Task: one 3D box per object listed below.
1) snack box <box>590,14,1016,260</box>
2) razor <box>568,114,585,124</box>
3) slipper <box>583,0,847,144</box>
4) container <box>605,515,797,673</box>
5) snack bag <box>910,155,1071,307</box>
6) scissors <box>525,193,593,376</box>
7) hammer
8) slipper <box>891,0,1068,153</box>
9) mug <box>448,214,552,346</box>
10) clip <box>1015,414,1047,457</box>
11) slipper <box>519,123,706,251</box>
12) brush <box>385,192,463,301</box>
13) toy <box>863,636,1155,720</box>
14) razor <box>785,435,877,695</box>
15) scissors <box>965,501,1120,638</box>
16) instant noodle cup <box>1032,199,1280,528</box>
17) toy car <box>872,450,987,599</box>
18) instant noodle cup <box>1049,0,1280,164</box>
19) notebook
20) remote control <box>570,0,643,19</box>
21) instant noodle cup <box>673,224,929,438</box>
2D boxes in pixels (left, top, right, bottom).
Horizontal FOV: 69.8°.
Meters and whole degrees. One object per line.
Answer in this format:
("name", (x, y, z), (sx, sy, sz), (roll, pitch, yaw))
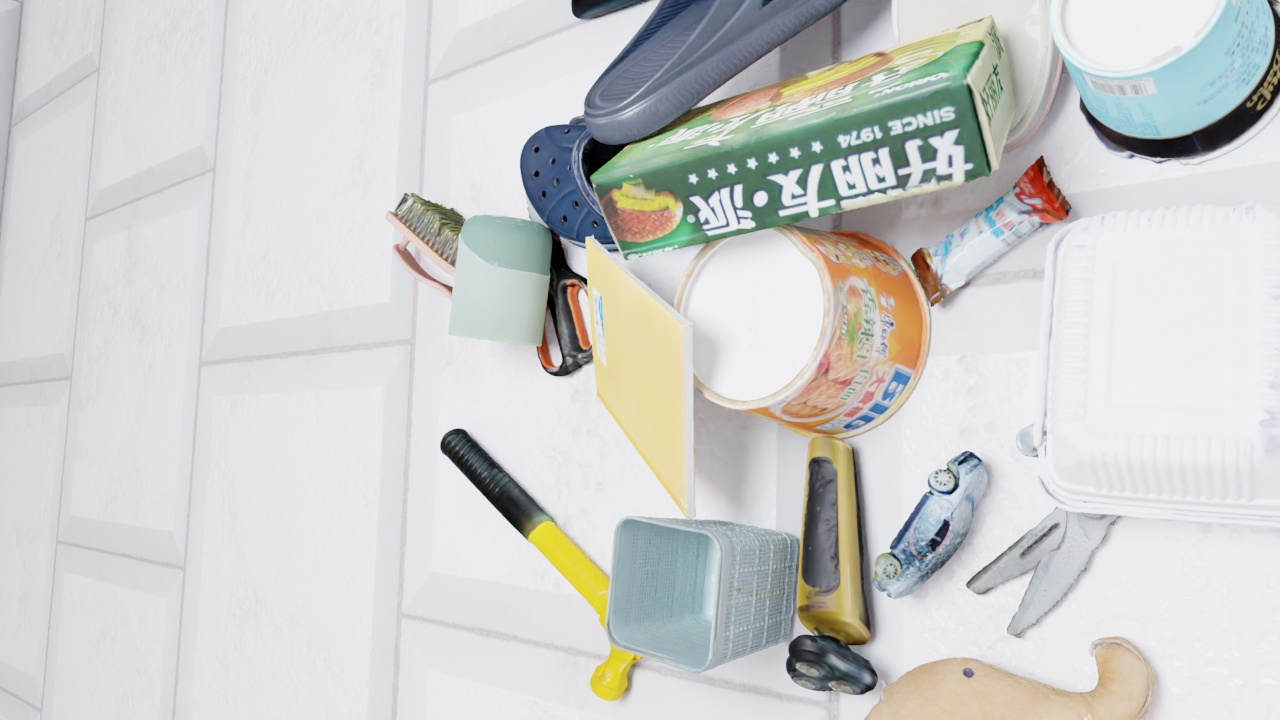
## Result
("snack box", (0.097, -0.132, 0.566), (0.241, 0.114, 0.063), (-8, 118, 34))
("razor", (-0.010, -0.214, 0.794), (0.143, 0.022, 0.043), (0, 128, 44))
("slipper", (0.061, -0.253, 0.621), (0.268, 0.083, 0.110), (-39, 34, -5))
("container", (0.048, 0.156, 0.638), (0.090, 0.111, 0.090), (3, 86, 40))
("snack bag", (0.218, -0.079, 0.579), (0.104, 0.026, 0.048), (-36, 51, 31))
("scissors", (-0.095, -0.090, 0.849), (0.125, 0.021, 0.234), (-49, 57, 25))
("hammer", (-0.087, 0.149, 0.805), (0.301, 0.032, 0.129), (36, 107, 37))
("slipper", (0.217, -0.267, 0.582), (0.114, 0.054, 0.274), (-5, 91, 44))
("mug", (-0.131, -0.071, 0.814), (0.112, 0.082, 0.106), (7, 92, 48))
("clip", (0.245, 0.037, 0.530), (0.057, 0.028, 0.024), (-41, 59, 25))
("slipper", (-0.013, -0.143, 0.741), (0.253, 0.095, 0.105), (13, 90, 37))
("brush", (-0.195, -0.105, 0.910), (0.145, 0.063, 0.073), (40, 106, 34))
("toy", (0.192, 0.240, 0.531), (0.143, 0.082, 0.226), (34, 103, 32))
("razor", (0.125, 0.134, 0.610), (0.062, 0.067, 0.167), (-8, 73, 39))
("scissors", (0.268, 0.061, 0.526), (0.197, 0.015, 0.214), (-11, 79, 39))
("instant noodle cup", (0.275, -0.007, 0.474), (0.138, 0.060, 0.173), (0, 72, 35))
("toy car", (0.183, 0.104, 0.570), (0.031, 0.048, 0.106), (37, 108, 33))
("instant noodle cup", (0.273, -0.171, 0.481), (0.111, 0.120, 0.111), (-6, 80, 40))
("notebook", (-0.004, 0.004, 0.677), (0.206, 0.010, 0.146), (-133, 36, -60))
("remote control", (-0.017, -0.340, 0.812), (0.137, 0.024, 0.053), (-1, 85, 40))
("instant noodle cup", (0.100, -0.024, 0.616), (0.152, 0.111, 0.151), (-6, 81, 39))
